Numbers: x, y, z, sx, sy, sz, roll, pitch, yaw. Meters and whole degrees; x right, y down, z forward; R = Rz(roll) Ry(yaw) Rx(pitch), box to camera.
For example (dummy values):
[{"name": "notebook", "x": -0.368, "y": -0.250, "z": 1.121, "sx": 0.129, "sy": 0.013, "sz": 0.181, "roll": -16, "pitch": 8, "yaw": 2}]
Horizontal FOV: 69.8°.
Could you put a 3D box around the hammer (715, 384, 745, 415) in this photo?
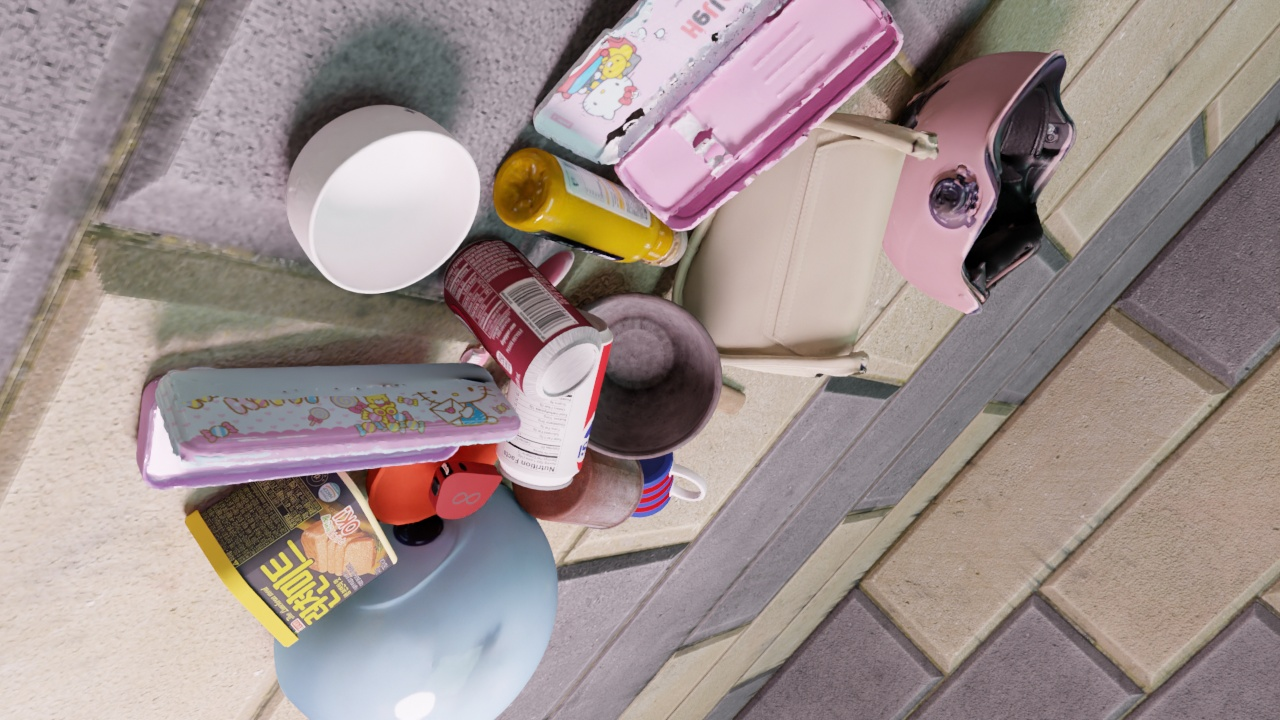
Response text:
[{"name": "hammer", "x": 0.048, "y": 0.023, "z": 0.966, "sx": 0.119, "sy": 0.031, "sz": 0.331, "roll": -55, "pitch": 156, "yaw": 6}]

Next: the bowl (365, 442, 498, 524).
[{"name": "bowl", "x": -0.169, "y": 0.075, "z": 0.732, "sx": 0.121, "sy": 0.035, "sz": 0.122, "roll": -33, "pitch": 150, "yaw": -22}]

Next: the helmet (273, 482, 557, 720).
[{"name": "helmet", "x": -0.172, "y": 0.237, "z": 0.818, "sx": 0.264, "sy": 0.167, "sz": 0.226, "roll": -39, "pitch": 144, "yaw": -30}]

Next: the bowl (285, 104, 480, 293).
[{"name": "bowl", "x": -0.146, "y": -0.093, "z": 0.509, "sx": 0.104, "sy": 0.054, "sz": 0.105, "roll": -33, "pitch": 149, "yaw": -23}]

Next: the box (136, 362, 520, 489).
[{"name": "box", "x": -0.186, "y": 0.051, "z": 0.574, "sx": 0.213, "sy": 0.092, "sz": 0.090, "roll": -2, "pitch": 122, "yaw": -41}]

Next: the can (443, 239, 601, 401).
[{"name": "can", "x": -0.081, "y": -0.029, "z": 0.620, "sx": 0.063, "sy": 0.114, "sz": 0.063, "roll": -33, "pitch": 150, "yaw": -22}]

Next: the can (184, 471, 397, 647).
[{"name": "can", "x": -0.247, "y": 0.133, "z": 0.668, "sx": 0.100, "sy": 0.072, "sz": 0.131, "roll": -36, "pitch": 152, "yaw": -22}]

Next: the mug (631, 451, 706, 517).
[{"name": "mug", "x": 0.015, "y": 0.120, "z": 0.966, "sx": 0.076, "sy": 0.112, "sz": 0.074, "roll": 86, "pitch": 20, "yaw": -56}]

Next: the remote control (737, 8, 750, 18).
[{"name": "remote control", "x": 0.116, "y": -0.247, "z": 0.616, "sx": 0.135, "sy": 0.011, "sz": 0.050, "roll": -37, "pitch": 152, "yaw": -14}]

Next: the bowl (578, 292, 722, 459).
[{"name": "bowl", "x": -0.005, "y": 0.005, "z": 0.780, "sx": 0.145, "sy": 0.145, "sz": 0.067, "roll": -54, "pitch": -171, "yaw": 17}]

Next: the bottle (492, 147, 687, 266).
[{"name": "bottle", "x": -0.027, "y": -0.102, "z": 0.660, "sx": 0.053, "sy": 0.053, "sz": 0.186, "roll": -53, "pitch": 152, "yaw": 16}]

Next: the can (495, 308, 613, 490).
[{"name": "can", "x": -0.069, "y": 0.028, "z": 0.717, "sx": 0.070, "sy": 0.070, "sz": 0.132, "roll": -9, "pitch": 120, "yaw": -48}]

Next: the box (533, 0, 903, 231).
[{"name": "box", "x": 0.046, "y": -0.183, "z": 0.582, "sx": 0.155, "sy": 0.058, "sz": 0.202, "roll": 34, "pitch": 125, "yaw": -29}]

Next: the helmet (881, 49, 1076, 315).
[{"name": "helmet", "x": 0.320, "y": -0.184, "z": 0.899, "sx": 0.229, "sy": 0.153, "sz": 0.256, "roll": -39, "pitch": 142, "yaw": -33}]

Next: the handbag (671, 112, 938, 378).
[{"name": "handbag", "x": 0.146, "y": -0.099, "z": 0.781, "sx": 0.131, "sy": 0.184, "sz": 0.229, "roll": -15, "pitch": 122, "yaw": -48}]

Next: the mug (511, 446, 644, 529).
[{"name": "mug", "x": -0.056, "y": 0.097, "z": 0.875, "sx": 0.110, "sy": 0.096, "sz": 0.123, "roll": 30, "pitch": 68, "yaw": -65}]

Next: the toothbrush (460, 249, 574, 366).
[{"name": "toothbrush", "x": -0.092, "y": -0.036, "z": 0.677, "sx": 0.016, "sy": 0.021, "sz": 0.135, "roll": 5, "pitch": 139, "yaw": -49}]

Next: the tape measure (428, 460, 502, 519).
[{"name": "tape measure", "x": -0.147, "y": 0.103, "z": 0.738, "sx": 0.059, "sy": 0.019, "sz": 0.051, "roll": 15, "pitch": 119, "yaw": -51}]
